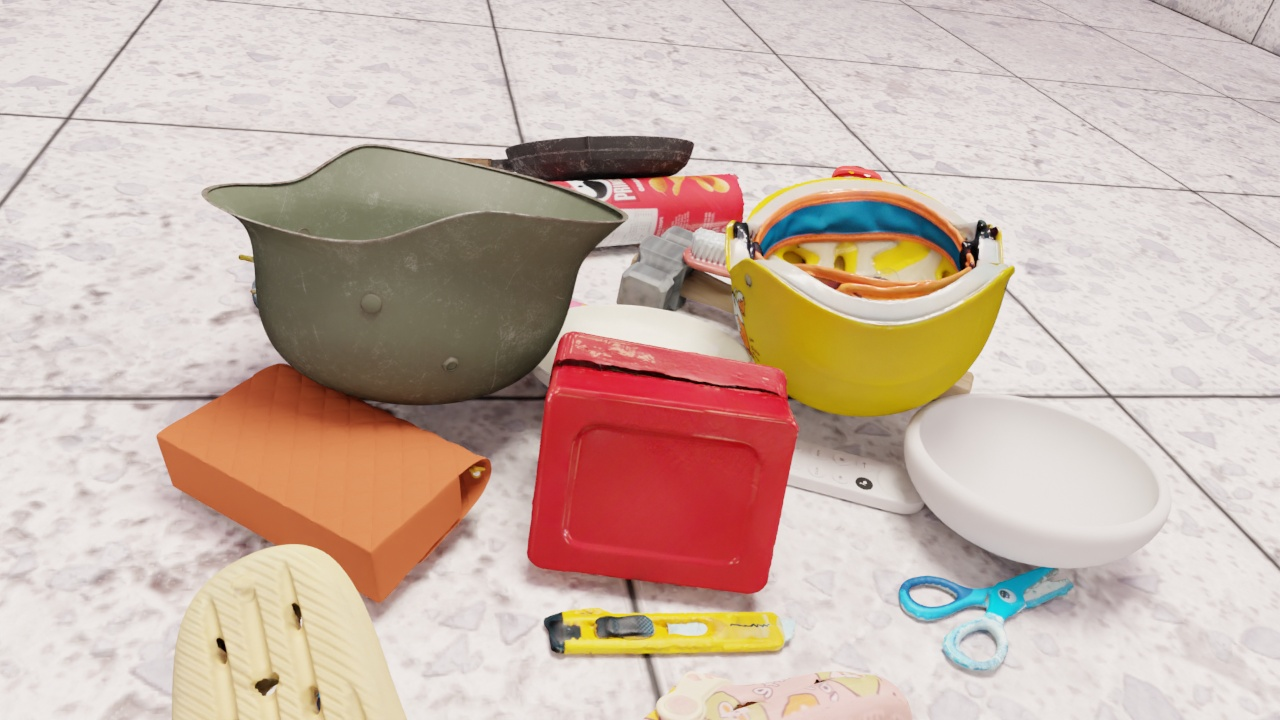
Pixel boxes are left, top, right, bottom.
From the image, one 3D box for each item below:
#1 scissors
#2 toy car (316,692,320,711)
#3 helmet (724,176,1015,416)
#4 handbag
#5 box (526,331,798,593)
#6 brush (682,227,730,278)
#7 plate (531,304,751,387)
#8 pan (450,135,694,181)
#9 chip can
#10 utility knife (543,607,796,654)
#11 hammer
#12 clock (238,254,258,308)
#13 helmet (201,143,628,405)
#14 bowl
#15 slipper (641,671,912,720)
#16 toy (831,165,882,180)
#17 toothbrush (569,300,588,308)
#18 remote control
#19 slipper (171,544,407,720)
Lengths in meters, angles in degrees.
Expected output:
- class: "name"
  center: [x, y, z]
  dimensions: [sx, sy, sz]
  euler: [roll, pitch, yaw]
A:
- class: "scissors"
  center: [0.236, 0.156, 0.616]
  dimensions: [0.140, 0.015, 0.083]
  euler: [-18, 41, -31]
- class: "toy car"
  center: [-0.181, 0.188, 0.442]
  dimensions: [0.105, 0.032, 0.048]
  euler: [-13, 41, -28]
- class: "helmet"
  center: [0.171, -0.044, 0.729]
  dimensions: [0.209, 0.140, 0.239]
  euler: [1, 29, 5]
- class: "handbag"
  center: [-0.196, 0.070, 0.581]
  dimensions: [0.172, 0.060, 0.108]
  euler: [22, 41, 21]
- class: "box"
  center: [0.011, 0.066, 0.583]
  dimensions: [0.157, 0.137, 0.122]
  euler: [9, 34, 0]
- class: "brush"
  center: [0.124, -0.083, 0.834]
  dimensions: [0.172, 0.030, 0.040]
  euler: [15, 33, -4]
- class: "plate"
  center: [-0.004, 0.004, 0.726]
  dimensions: [0.182, 0.034, 0.182]
  euler: [6, 24, -3]
- class: "pan"
  center: [-0.120, -0.211, 0.993]
  dimensions: [0.357, 0.040, 0.207]
  euler: [-3, 6, 5]
- class: "chip can"
  center: [-0.005, -0.154, 0.944]
  dimensions: [0.232, 0.073, 0.073]
  euler: [-8, 39, -26]
- class: "utility knife"
  center: [0.020, 0.161, 0.550]
  dimensions: [0.155, 0.017, 0.030]
  euler: [5, 44, -13]
- class: "hammer"
  center: [0.140, -0.033, 0.836]
  dimensions: [0.323, 0.051, 0.117]
  euler: [23, 36, 13]
- class: "clock"
  center: [-0.268, -0.072, 0.780]
  dimensions: [0.129, 0.052, 0.090]
  euler: [-7, 38, -31]
- class: "helmet"
  center: [-0.154, -0.051, 0.621]
  dimensions: [0.267, 0.154, 0.227]
  euler: [3, 19, -35]
- class: "bowl"
  center: [0.274, 0.094, 0.659]
  dimensions: [0.176, 0.066, 0.176]
  euler: [4, 28, -2]
- class: "slipper"
  center: [0.039, 0.189, 0.454]
  dimensions: [0.197, 0.093, 0.081]
  euler: [-6, 27, -21]
- class: "toy"
  center: [0.213, -0.138, 0.950]
  dimensions: [0.158, 0.121, 0.196]
  euler: [9, 26, 3]
- class: "toothbrush"
  center: [-0.012, -0.032, 0.820]
  dimensions: [0.135, 0.016, 0.021]
  euler: [16, 37, 12]
- class: "remote control"
  center: [0.148, 0.085, 0.693]
  dimensions: [0.136, 0.013, 0.043]
  euler: [14, 35, 6]
- class: "slipper"
  center: [-0.134, 0.204, 0.388]
  dimensions: [0.111, 0.079, 0.261]
  euler: [-21, 59, -10]
